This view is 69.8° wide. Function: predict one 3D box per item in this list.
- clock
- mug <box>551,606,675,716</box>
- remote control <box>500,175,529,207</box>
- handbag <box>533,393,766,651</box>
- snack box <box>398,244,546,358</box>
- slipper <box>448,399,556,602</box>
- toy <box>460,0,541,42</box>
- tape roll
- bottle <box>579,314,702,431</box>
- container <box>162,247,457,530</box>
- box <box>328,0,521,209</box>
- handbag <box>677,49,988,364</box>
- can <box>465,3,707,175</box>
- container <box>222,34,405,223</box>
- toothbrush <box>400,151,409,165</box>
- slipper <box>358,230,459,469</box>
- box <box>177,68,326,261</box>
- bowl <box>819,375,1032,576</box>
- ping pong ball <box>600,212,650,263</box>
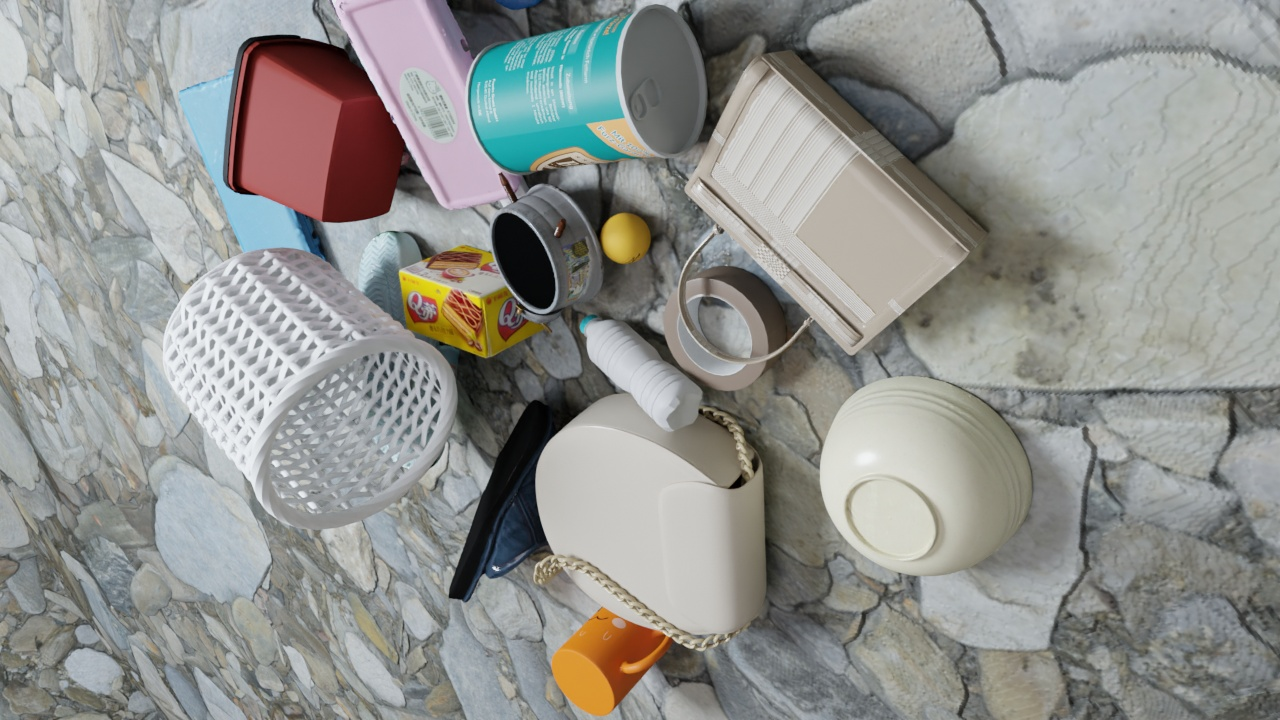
[{"bbox_3d":[-0.078,-0.079,0.760,0.104,0.056,0.148,39,142,29],"label":"clock"},{"bbox_3d":[-0.017,0.289,0.906,0.113,0.095,0.077,-17,102,43],"label":"mug"},{"bbox_3d":[-0.108,-0.143,0.798,0.033,0.012,0.131,-18,101,45],"label":"remote control"},{"bbox_3d":[0.005,0.140,0.804,0.209,0.103,0.211,11,122,29],"label":"handbag"},{"bbox_3d":[-0.150,-0.055,0.831,0.106,0.083,0.061,19,123,31],"label":"snack box"},{"bbox_3d":[-0.117,0.152,0.922,0.083,0.108,0.266,20,124,-10],"label":"slipper"},{"bbox_3d":[-0.168,-0.304,0.723,0.177,0.070,0.113,-6,121,40],"label":"toy"},{"bbox_3d":[0.065,-0.025,0.714,0.094,0.030,0.094,19,124,30],"label":"tape roll"},{"bbox_3d":[-0.005,0.004,0.762,0.136,0.044,0.044,42,135,36],"label":"bottle"},{"bbox_3d":[-0.294,0.021,0.819,0.187,0.188,0.190,35,132,33],"label":"container"},{"bbox_3d":[-0.174,-0.224,0.732,0.111,0.101,0.201,-12,137,10],"label":"box"},{"bbox_3d":[0.096,-0.073,0.627,0.175,0.062,0.198,46,127,9],"label":"handbag"},{"bbox_3d":[-0.040,-0.189,0.658,0.144,0.099,0.099,3,115,37],"label":"can"},{"bbox_3d":[-0.318,-0.221,0.842,0.201,0.126,0.148,30,117,21],"label":"container"},{"bbox_3d":[-0.271,-0.182,0.904,0.135,0.016,0.021,-11,102,41],"label":"toothbrush"},{"bbox_3d":[-0.228,-0.009,0.930,0.104,0.074,0.245,-1,97,41],"label":"slipper"},{"bbox_3d":[-0.442,-0.187,1.011,0.176,0.060,0.232,-2,113,40],"label":"box"},{"bbox_3d":[0.190,0.094,0.651,0.151,0.075,0.151,19,125,29],"label":"bowl"},{"bbox_3d":[-0.012,-0.097,0.728,0.040,0.040,0.040,19,124,30],"label":"ping pong ball"}]
